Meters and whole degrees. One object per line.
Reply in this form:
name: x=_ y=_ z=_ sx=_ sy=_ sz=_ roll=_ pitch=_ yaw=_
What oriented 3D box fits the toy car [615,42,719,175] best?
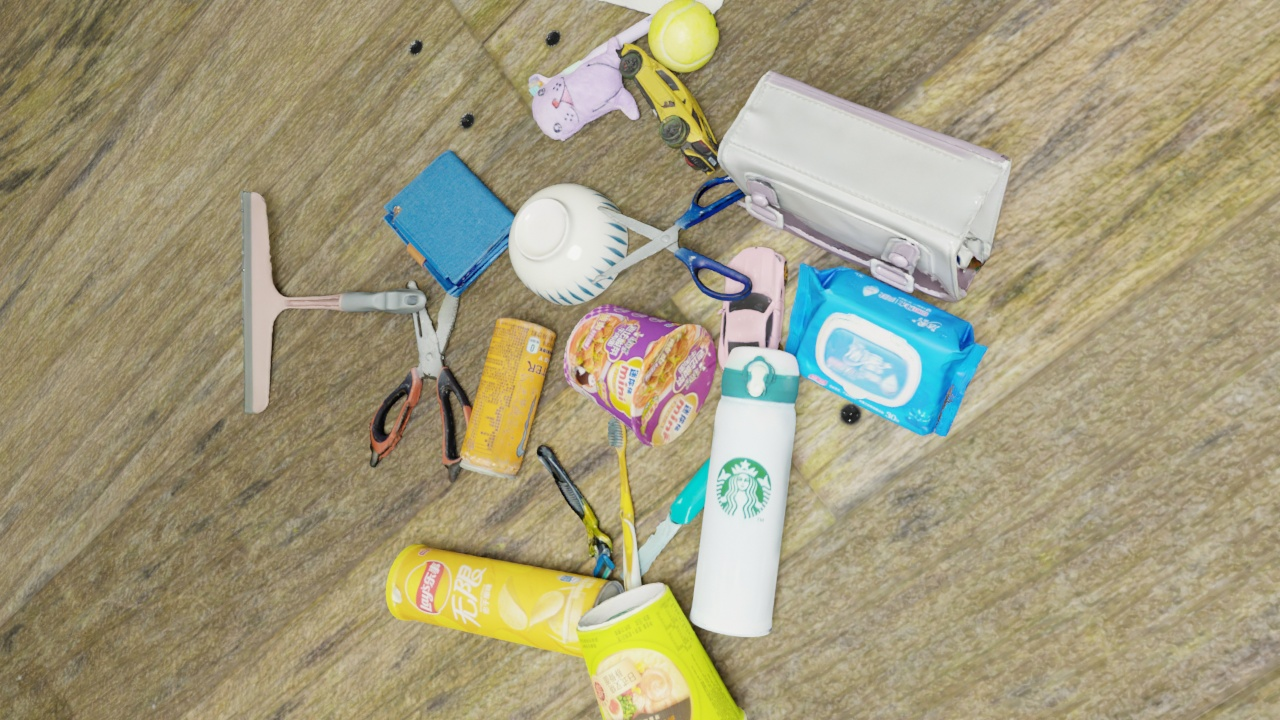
toy car: x=0.027 y=-0.235 z=0.841 sx=0.041 sy=0.071 sz=0.155 roll=-37 pitch=67 yaw=15

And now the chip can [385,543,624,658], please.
chip can: x=-0.122 y=0.215 z=0.822 sx=0.214 sy=0.072 sz=0.072 roll=4 pitch=81 yaw=23

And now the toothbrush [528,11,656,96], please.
toothbrush: x=-0.031 y=-0.310 z=0.903 sx=0.190 sy=0.021 sz=0.029 roll=-23 pitch=78 yaw=23

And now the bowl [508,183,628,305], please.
bowl: x=-0.077 y=-0.115 z=0.867 sx=0.117 sy=0.066 sz=0.116 roll=-5 pitch=78 yaw=23

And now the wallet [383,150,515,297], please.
wallet: x=-0.194 y=-0.141 z=0.940 sx=0.106 sy=0.040 sz=0.133 roll=-45 pitch=64 yaw=1

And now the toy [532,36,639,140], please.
toy: x=-0.057 y=-0.256 z=0.900 sx=0.108 sy=0.039 sz=0.084 roll=-20 pitch=84 yaw=18

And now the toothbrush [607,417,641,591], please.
toothbrush: x=-0.014 y=0.141 z=0.810 sx=0.016 sy=0.018 sz=0.191 roll=-18 pitch=68 yaw=32

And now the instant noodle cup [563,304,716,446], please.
instant noodle cup: x=-0.005 y=0.005 z=0.795 sx=0.099 sy=0.111 sz=0.111 roll=27 pitch=92 yaw=35

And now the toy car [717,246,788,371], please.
toy car: x=0.096 y=-0.040 z=0.793 sx=0.056 sy=0.037 sz=0.122 roll=1 pitch=80 yaw=23

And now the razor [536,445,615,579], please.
razor: x=-0.057 y=0.135 z=0.837 sx=0.142 sy=0.022 sz=0.043 roll=57 pitch=148 yaw=25

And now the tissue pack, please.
tissue pack: x=0.182 y=-0.009 z=0.718 sx=0.157 sy=0.052 sz=0.095 roll=30 pitch=132 yaw=26

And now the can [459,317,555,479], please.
can: x=-0.125 y=0.035 z=0.864 sx=0.058 sy=0.058 sz=0.146 roll=13 pitch=86 yaw=25

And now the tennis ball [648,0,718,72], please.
tennis ball: x=0.040 y=-0.301 z=0.851 sx=0.066 sy=0.065 sz=0.065 roll=-5 pitch=78 yaw=23

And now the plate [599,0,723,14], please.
plate: x=0.029 y=-0.421 z=0.896 sx=0.164 sy=0.034 sz=0.163 roll=25 pitch=91 yaw=26

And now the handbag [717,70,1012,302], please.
handbag: x=0.171 y=-0.126 z=0.714 sx=0.197 sy=0.145 sz=0.098 roll=30 pitch=88 yaw=25

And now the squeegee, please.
squeegee: x=-0.322 y=-0.062 z=0.980 sx=0.250 sy=0.040 sz=0.247 roll=1 pitch=91 yaw=25

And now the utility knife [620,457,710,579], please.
utility knife: x=0.054 y=0.109 z=0.795 sx=0.029 sy=0.013 sz=0.223 roll=43 pitch=99 yaw=28

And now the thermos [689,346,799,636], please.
thermos: x=0.085 y=0.101 z=0.734 sx=0.073 sy=0.073 sz=0.224 roll=7 pitch=91 yaw=25

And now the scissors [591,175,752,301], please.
scissors: x=0.035 y=-0.104 z=0.808 sx=0.173 sy=0.012 sz=0.162 roll=-33 pitch=61 yaw=-10

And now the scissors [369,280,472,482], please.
scissors: x=-0.214 y=0.020 z=0.929 sx=0.189 sy=0.015 sz=0.227 roll=36 pitch=95 yaw=29

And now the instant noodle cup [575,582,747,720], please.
instant noodle cup: x=0.007 y=0.246 z=0.717 sx=0.112 sy=0.111 sz=0.123 roll=-24 pitch=89 yaw=18
